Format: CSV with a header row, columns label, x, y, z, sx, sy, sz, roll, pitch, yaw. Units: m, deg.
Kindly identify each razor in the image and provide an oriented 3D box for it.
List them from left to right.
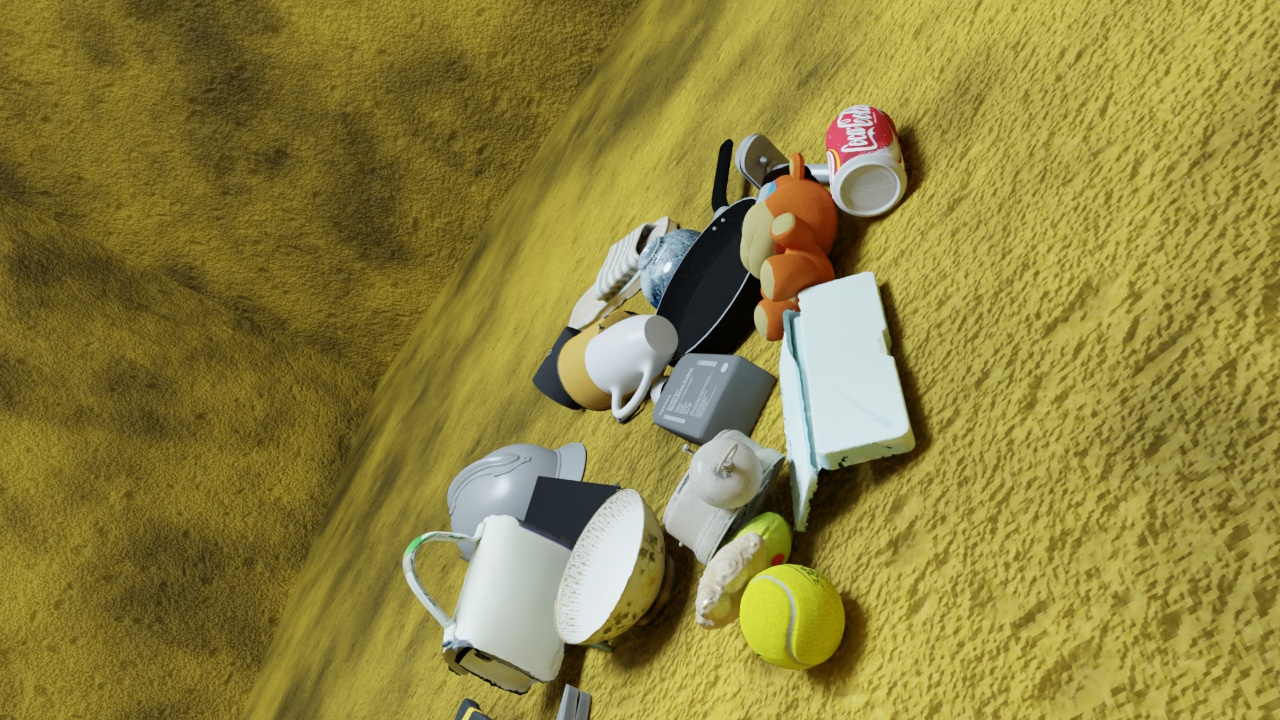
label,x,y,z,sx,sy,sz,roll,pitch,yaw
razor,0.165,-0.191,0.931,0.116,0.088,0.047,16,76,51

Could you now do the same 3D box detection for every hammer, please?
label,x,y,z,sx,sy,sz,roll,pitch,yaw
hammer,-0.138,0.386,0.916,0.325,0.034,0.169,-16,46,65

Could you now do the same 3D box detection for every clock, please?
label,x,y,z,sx,sy,sz,roll,pitch,yaw
clock,0.058,0.092,0.687,0.103,0.061,0.157,-51,-18,-18

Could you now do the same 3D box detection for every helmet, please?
label,x,y,z,sx,sy,sz,roll,pitch,yaw
helmet,-0.192,0.183,1.194,0.272,0.117,0.183,-44,25,29

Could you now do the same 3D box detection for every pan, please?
label,x,y,z,sx,sy,sz,roll,pitch,yaw
pan,0.095,-0.136,1.046,0.205,0.044,0.354,-42,27,43

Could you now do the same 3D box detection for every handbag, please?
label,x,y,z,sx,sy,sz,roll,pitch,yaw
handbag,-0.153,0.222,0.886,0.074,0.176,0.151,-37,31,40

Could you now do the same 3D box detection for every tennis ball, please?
label,x,y,z,sx,sy,sz,roll,pitch,yaw
tennis ball,0.097,0.163,0.586,0.066,0.065,0.065,-50,22,28

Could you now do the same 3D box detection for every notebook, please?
label,x,y,z,sx,sy,sz,roll,pitch,yaw
notebook,-0.090,0.205,1.012,0.207,0.016,0.149,-7,64,61

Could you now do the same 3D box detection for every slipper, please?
label,x,y,z,sx,sy,sz,roll,pitch,yaw
slipper,-0.038,-0.124,1.355,0.274,0.054,0.114,-39,23,48

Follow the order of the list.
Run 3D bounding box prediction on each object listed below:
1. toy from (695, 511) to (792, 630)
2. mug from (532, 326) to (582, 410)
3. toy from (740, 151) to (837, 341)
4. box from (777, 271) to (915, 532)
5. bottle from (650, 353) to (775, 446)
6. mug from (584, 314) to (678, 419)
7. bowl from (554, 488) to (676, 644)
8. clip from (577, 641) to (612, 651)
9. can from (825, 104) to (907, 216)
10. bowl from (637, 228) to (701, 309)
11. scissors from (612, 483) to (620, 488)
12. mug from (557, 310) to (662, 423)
label,x,y,z,sx,sy,sz,roll,pitch,yaw
toy,0.070,0.151,0.648,0.092,0.043,0.117,-55,-16,12
mug,-0.089,0.009,1.268,0.088,0.078,0.113,-57,-6,10
toy,0.137,-0.108,0.831,0.112,0.096,0.175,87,-159,-55
box,0.147,0.024,0.705,0.197,0.074,0.126,-83,11,-51
bottle,0.057,0.037,0.893,0.083,0.046,0.174,-63,19,-7
mug,-0.006,0.005,0.949,0.090,0.071,0.107,-31,47,49
bowl,-0.013,0.193,0.820,0.145,0.063,0.145,-50,22,29
clip,-0.044,0.259,0.869,0.076,0.023,0.042,-27,40,61
can,0.200,-0.180,0.818,0.064,0.064,0.104,-45,24,37
bowl,0.033,-0.122,1.158,0.115,0.060,0.114,-51,21,28
scissors,-0.063,0.184,1.027,0.124,0.019,0.156,-60,20,0
mug,-0.029,0.010,1.087,0.094,0.100,0.123,-30,76,52
